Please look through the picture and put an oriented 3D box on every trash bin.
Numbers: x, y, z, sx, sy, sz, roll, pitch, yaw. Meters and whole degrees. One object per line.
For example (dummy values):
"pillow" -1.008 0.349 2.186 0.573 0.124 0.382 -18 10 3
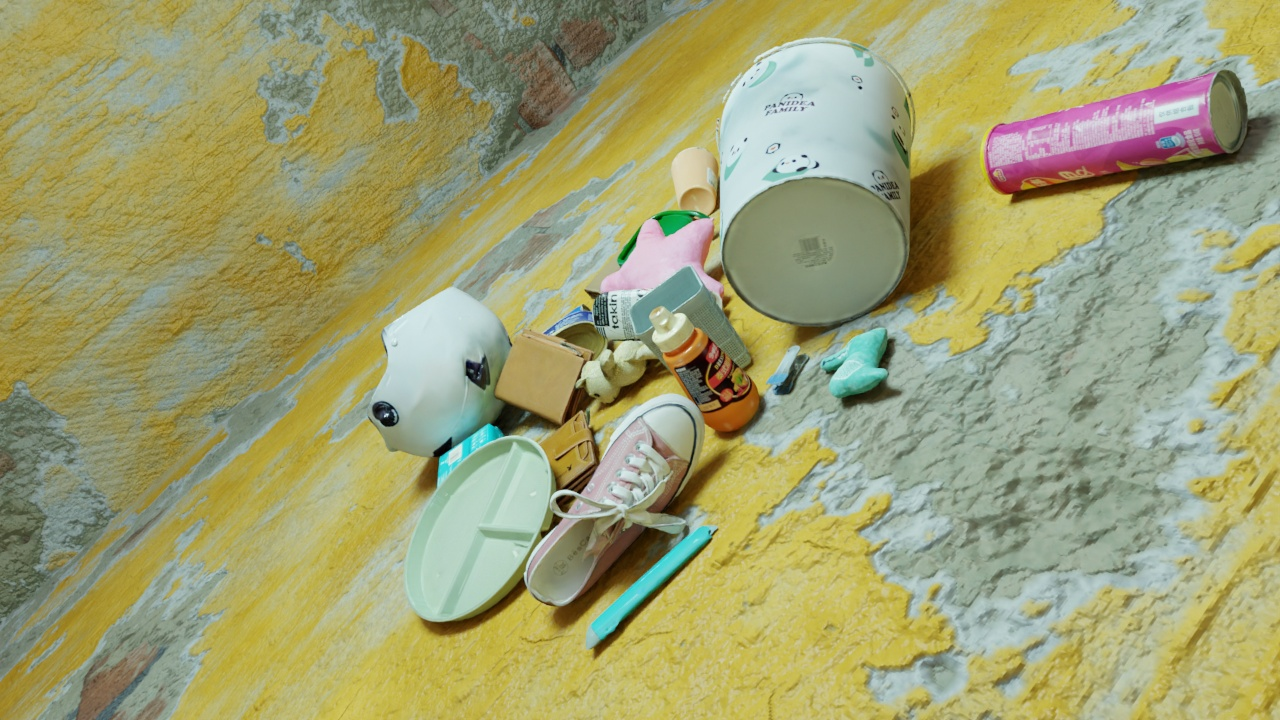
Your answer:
"trash bin" 0.187 -0.184 0.989 0.230 0.229 0.251 -25 34 30

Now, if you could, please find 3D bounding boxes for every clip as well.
"clip" 0.151 0.009 0.936 0.026 0.038 0.058 -11 39 51

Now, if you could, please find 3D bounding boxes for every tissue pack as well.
"tissue pack" -0.215 0.147 1.194 0.093 0.050 0.133 -35 25 7

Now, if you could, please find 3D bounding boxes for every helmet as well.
"helmet" -0.260 0.032 1.299 0.228 0.146 0.259 -43 -31 -64

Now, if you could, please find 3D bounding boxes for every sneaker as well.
"sneaker" -0.018 0.134 0.861 0.241 0.118 0.088 -50 7 -8

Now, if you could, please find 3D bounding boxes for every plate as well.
"plate" -0.181 0.191 1.044 0.231 0.027 0.229 -29 39 26

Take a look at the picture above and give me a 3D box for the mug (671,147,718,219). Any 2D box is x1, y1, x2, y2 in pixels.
"mug" 0.089 -0.279 1.466 0.078 0.078 0.122 -30 31 21

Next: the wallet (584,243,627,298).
"wallet" -0.033 -0.143 1.456 0.115 0.033 0.090 -46 22 -10

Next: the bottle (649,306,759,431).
"bottle" 0.058 0.004 0.915 0.067 0.149 0.066 -32 25 17

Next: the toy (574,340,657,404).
"toy" -0.007 0.007 1.131 0.158 0.066 0.105 -21 -3 29

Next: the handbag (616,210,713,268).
"handbag" 0.038 -0.158 1.344 0.120 0.068 0.131 -2 42 44

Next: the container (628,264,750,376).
"container" 0.058 -0.029 1.021 0.090 0.111 0.090 -36 23 9

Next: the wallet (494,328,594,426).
"wallet" -0.128 0.019 1.214 0.132 0.031 0.108 18 88 36

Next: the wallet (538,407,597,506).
"wallet" -0.091 0.121 1.086 0.119 0.035 0.130 -42 24 10

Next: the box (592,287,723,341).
"box" 0.025 -0.056 1.148 0.164 0.075 0.082 -5 5 20

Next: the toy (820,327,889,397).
"toy" 0.202 0.003 0.859 0.097 0.030 0.091 -26 22 45

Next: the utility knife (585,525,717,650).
"utility knife" 0.009 0.200 0.820 0.157 0.013 0.029 -41 26 -8

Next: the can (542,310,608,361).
"can" -0.111 -0.009 1.283 0.148 0.074 0.049 -37 21 12

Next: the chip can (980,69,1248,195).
"chip can" 0.423 -0.203 0.838 0.211 0.071 0.071 -1 45 54

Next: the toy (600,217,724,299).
"toy" 0.044 -0.118 1.216 0.178 0.074 0.194 -51 48 4

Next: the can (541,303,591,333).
"can" -0.123 -0.024 1.352 0.135 0.053 0.053 -35 24 12
